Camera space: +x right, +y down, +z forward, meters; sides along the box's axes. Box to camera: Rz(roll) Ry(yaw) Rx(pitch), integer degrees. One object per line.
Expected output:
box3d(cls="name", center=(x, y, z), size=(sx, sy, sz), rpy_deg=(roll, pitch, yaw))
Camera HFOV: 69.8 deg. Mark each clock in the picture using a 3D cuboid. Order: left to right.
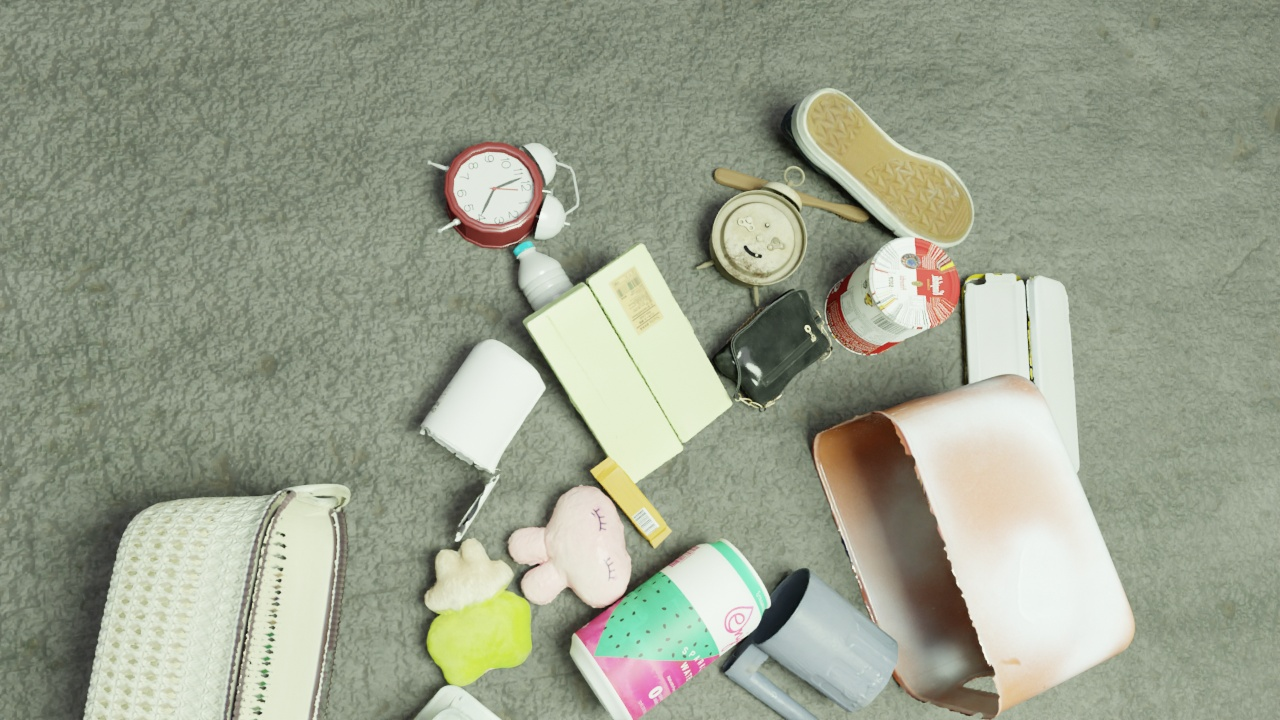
box3d(cls="clock", center=(-0.128, -0.159, 0.875), size=(0.137, 0.048, 0.096), rpy_deg=(-9, 80, -10))
box3d(cls="clock", center=(0.122, -0.132, 0.910), size=(0.093, 0.054, 0.140), rpy_deg=(31, 82, -3))

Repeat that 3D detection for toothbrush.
box3d(cls="toothbrush", center=(0.155, -0.169, 0.945), size=(0.167, 0.016, 0.016), rpy_deg=(15, 76, -4))

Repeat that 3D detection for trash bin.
box3d(cls="trash bin", center=(0.288, 0.153, 0.814), size=(0.157, 0.182, 0.259), rpy_deg=(-18, 81, -15))

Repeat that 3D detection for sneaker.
box3d(cls="sneaker", center=(0.236, -0.187, 0.935), size=(0.235, 0.079, 0.087), rpy_deg=(30, 84, -21))

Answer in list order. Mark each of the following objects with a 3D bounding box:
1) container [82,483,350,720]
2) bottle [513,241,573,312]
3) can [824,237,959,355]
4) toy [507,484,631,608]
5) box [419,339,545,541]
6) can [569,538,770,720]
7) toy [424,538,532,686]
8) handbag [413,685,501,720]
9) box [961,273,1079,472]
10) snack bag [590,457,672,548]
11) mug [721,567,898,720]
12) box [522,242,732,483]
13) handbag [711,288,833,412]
box3d(cls="container", center=(-0.312, 0.217, 0.701), size=(0.143, 0.185, 0.251), rpy_deg=(3, 76, 3))
box3d(cls="bottle", center=(-0.077, -0.051, 0.863), size=(0.044, 0.044, 0.136), rpy_deg=(-30, 85, -15))
box3d(cls="can", center=(0.239, -0.059, 0.882), size=(0.086, 0.116, 0.086), rpy_deg=(2, 78, -10))
box3d(cls="toy", center=(-0.063, 0.172, 0.817), size=(0.105, 0.053, 0.108), rpy_deg=(-20, 83, 2))
box3d(cls="box", center=(-0.147, 0.068, 0.807), size=(0.094, 0.084, 0.165), rpy_deg=(37, 76, -9))
box3d(cls="can", center=(0.026, 0.232, 0.797), size=(0.165, 0.088, 0.088), rpy_deg=(-33, 85, -15))
box3d(cls="toy", center=(-0.144, 0.215, 0.792), size=(0.092, 0.043, 0.117), rpy_deg=(-18, 86, -7))
box3d(cls="handbag", center=(-0.125, 0.377, 0.730), size=(0.198, 0.096, 0.141), rpy_deg=(41, 77, -7))
box3d(cls="box", center=(0.392, 0.014, 0.937), size=(0.128, 0.046, 0.209), rpy_deg=(4, 77, -12))
box3d(cls="snack bag", center=(-0.008, 0.129, 0.836), size=(0.026, 0.020, 0.099), rpy_deg=(-40, 108, -4))
box3d(cls="mug", center=(0.152, 0.266, 0.824), size=(0.104, 0.083, 0.124), rpy_deg=(38, 98, -2))
box3d(cls="box", center=(-0.005, 0.004, 0.838), size=(0.138, 0.030, 0.187), rpy_deg=(-34, 109, -14))
box3d(cls="handbag", center=(0.130, -0.009, 0.887), size=(0.128, 0.054, 0.079), rpy_deg=(-41, 91, -18))
